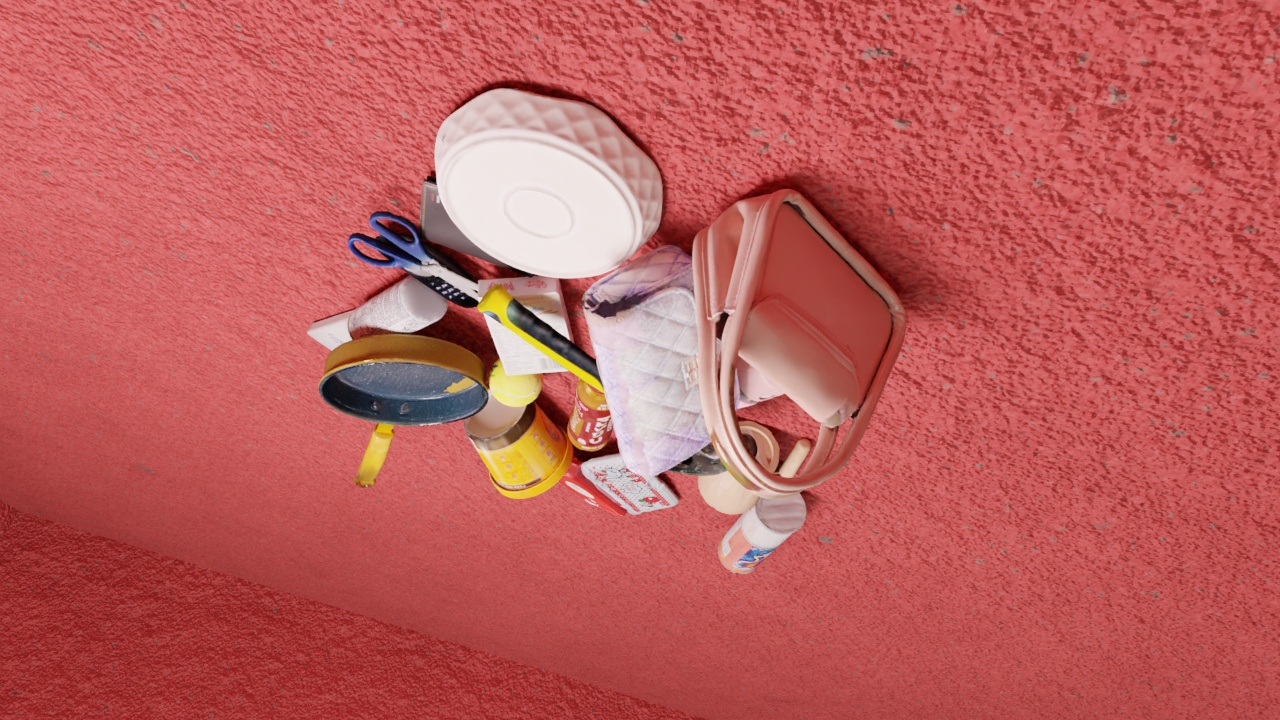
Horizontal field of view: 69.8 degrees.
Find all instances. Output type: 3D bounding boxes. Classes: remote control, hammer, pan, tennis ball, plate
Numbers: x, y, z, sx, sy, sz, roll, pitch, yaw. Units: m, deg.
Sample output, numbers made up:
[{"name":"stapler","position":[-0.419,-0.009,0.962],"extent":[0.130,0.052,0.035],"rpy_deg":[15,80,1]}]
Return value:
[{"name":"remote control","position":[-0.222,-0.100,0.978],"extent":[0.053,0.024,0.136],"rpy_deg":[-14,141,39]},{"name":"hammer","position":[-0.033,0.028,0.968],"extent":[0.323,0.031,0.126],"rpy_deg":[36,145,-18]},{"name":"pan","position":[-0.316,0.075,1.161],"extent":[0.197,0.078,0.359],"rpy_deg":[10,152,-24]},{"name":"remote control","position":[-0.367,-0.037,1.170],"extent":[0.135,0.019,0.056],"rpy_deg":[-11,139,41]},{"name":"tennis ball","position":[-0.150,0.023,1.108],"extent":[0.065,0.065,0.066],"rpy_deg":[14,150,8]},{"name":"plate","position":[-0.084,-0.142,0.799],"extent":[0.205,0.045,0.205],"rpy_deg":[10,147,6]}]

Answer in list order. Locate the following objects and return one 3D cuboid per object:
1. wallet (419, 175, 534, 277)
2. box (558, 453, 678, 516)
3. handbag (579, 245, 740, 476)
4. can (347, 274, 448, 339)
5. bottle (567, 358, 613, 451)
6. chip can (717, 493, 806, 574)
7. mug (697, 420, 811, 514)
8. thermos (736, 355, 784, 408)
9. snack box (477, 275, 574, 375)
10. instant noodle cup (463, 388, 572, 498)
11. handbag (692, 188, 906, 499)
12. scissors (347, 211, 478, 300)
[{"name":"wallet","position":[-0.155,-0.130,0.900],"extent":[0.122,0.020,0.097],"rpy_deg":[19,151,-6]},{"name":"box","position":[-0.045,0.175,1.309],"extent":[0.161,0.058,0.201],"rpy_deg":[1,155,24]},{"name":"handbag","position":[0.023,0.000,0.853],"extent":[0.075,0.134,0.194],"rpy_deg":[31,145,47]},{"name":"can","position":[-0.281,-0.054,1.055],"extent":[0.058,0.058,0.147],"rpy_deg":[36,146,-29]},{"name":"bottle","position":[-0.053,0.052,1.110],"extent":[0.057,0.057,0.175],"rpy_deg":[18,150,0]},{"name":"chip can","position":[0.167,0.242,1.298],"extent":[0.071,0.071,0.215],"rpy_deg":[19,151,-1]},{"name":"mug","position":[0.140,0.129,1.126],"extent":[0.124,0.084,0.104],"rpy_deg":[-4,151,-10]},{"name":"thermos","position":[0.088,0.024,0.988],"extent":[0.087,0.067,0.199],"rpy_deg":[1,165,-43]},{"name":"snack box","position":[-0.121,-0.036,1.008],"extent":[0.085,0.026,0.157],"rpy_deg":[-4,147,2]},{"name":"instant noodle cup","position":[-0.165,0.102,1.205],"extent":[0.119,0.118,0.114],"rpy_deg":[0,139,29]},{"name":"handbag","position":[0.119,0.000,0.747],"extent":[0.193,0.233,0.094],"rpy_deg":[35,145,-28]},{"name":"scissors","position":[-0.210,-0.102,0.938],"extent":[0.172,0.012,0.133],"rpy_deg":[9,144,-12]}]
